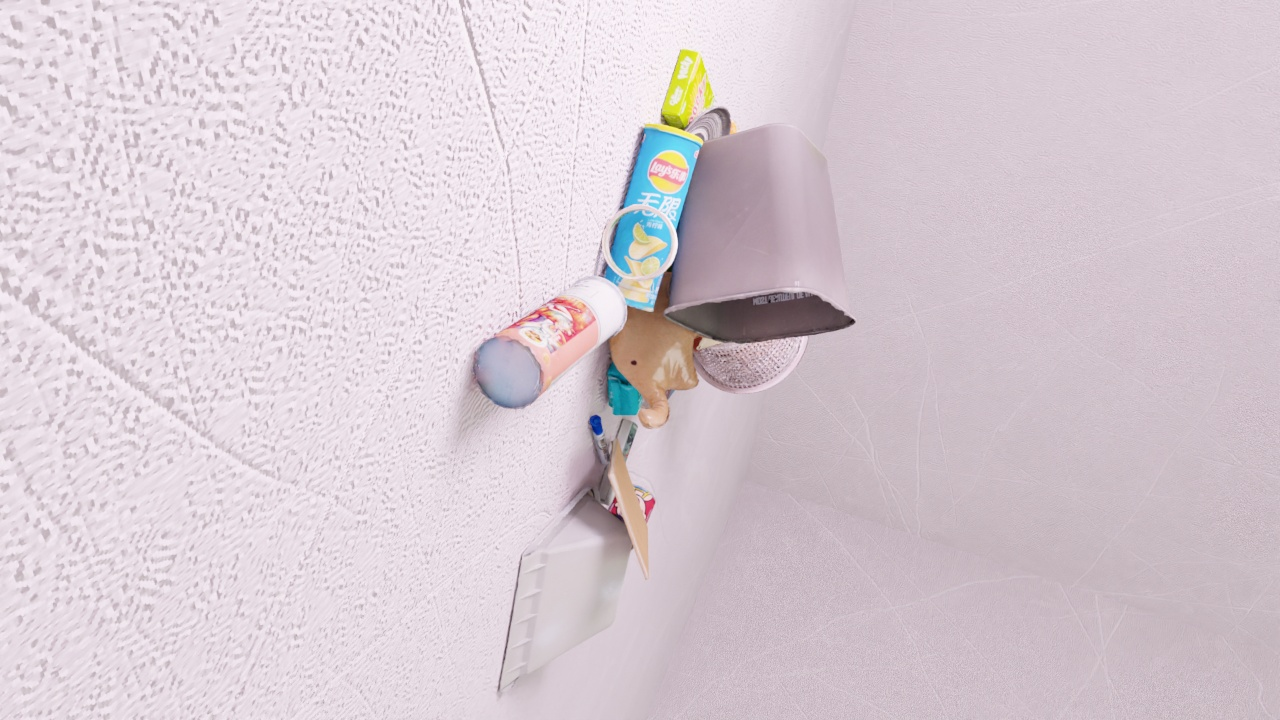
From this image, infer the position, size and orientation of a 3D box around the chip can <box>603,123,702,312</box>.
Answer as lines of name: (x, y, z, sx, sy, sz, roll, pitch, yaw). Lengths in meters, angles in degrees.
chip can: (0.010, -0.167, 1.084, 0.071, 0.071, 0.210, -7, 114, -76)

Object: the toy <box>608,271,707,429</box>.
toy: (0.021, -0.015, 1.194, 0.225, 0.143, 0.083, -64, -176, -28)

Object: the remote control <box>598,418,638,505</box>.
remote control: (-0.036, 0.159, 1.424, 0.056, 0.019, 0.135, 55, 53, -74)

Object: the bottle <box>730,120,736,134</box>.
bottle: (0.110, -0.305, 1.306, 0.108, 0.063, 0.063, 111, 0, -76)

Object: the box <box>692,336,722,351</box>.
box: (0.122, -0.092, 1.315, 0.091, 0.080, 0.169, -18, 147, -45)

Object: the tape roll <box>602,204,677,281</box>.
tape roll: (-0.001, -0.133, 1.044, 0.014, 0.086, 0.086, -9, 115, -77)

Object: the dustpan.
dustpan: (-0.117, 0.292, 1.280, 0.257, 0.143, 0.223, -9, 119, -43)

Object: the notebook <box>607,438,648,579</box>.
notebook: (-0.015, 0.202, 1.288, 0.211, 0.012, 0.149, -91, 162, -82)

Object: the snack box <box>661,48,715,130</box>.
snack box: (0.065, -0.333, 1.198, 0.156, 0.026, 0.085, 29, 78, -76)

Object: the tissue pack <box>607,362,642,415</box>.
tissue pack: (-0.008, 0.007, 1.278, 0.093, 0.050, 0.133, 91, 21, -57)

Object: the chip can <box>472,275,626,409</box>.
chip can: (-0.081, -0.022, 0.886, 0.214, 0.071, 0.071, -45, 150, -63)

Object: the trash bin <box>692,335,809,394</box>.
trash bin: (0.159, -0.073, 1.571, 0.192, 0.228, 0.227, 37, 70, -63)

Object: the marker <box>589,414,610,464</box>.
marker: (-0.056, 0.114, 1.289, 0.146, 0.017, 0.016, 83, 27, -61)

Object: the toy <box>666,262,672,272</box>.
toy: (0.092, -0.162, 1.368, 0.226, 0.090, 0.247, -61, 175, -32)

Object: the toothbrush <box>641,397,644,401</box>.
toothbrush: (0.039, 0.000, 1.314, 0.020, 0.029, 0.189, 57, 33, -21)

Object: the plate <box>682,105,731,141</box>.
plate: (0.057, -0.254, 1.200, 0.179, 0.024, 0.180, -48, 162, -22)

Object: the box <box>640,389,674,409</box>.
box: (0.032, 0.008, 1.428, 0.183, 0.061, 0.090, -46, 151, -60)

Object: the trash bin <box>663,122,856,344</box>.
trash bin: (0.146, -0.150, 1.131, 0.198, 0.199, 0.219, 21, 65, -56)

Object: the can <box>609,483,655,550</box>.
can: (-0.021, 0.258, 1.508, 0.067, 0.066, 0.093, 91, 21, -51)
